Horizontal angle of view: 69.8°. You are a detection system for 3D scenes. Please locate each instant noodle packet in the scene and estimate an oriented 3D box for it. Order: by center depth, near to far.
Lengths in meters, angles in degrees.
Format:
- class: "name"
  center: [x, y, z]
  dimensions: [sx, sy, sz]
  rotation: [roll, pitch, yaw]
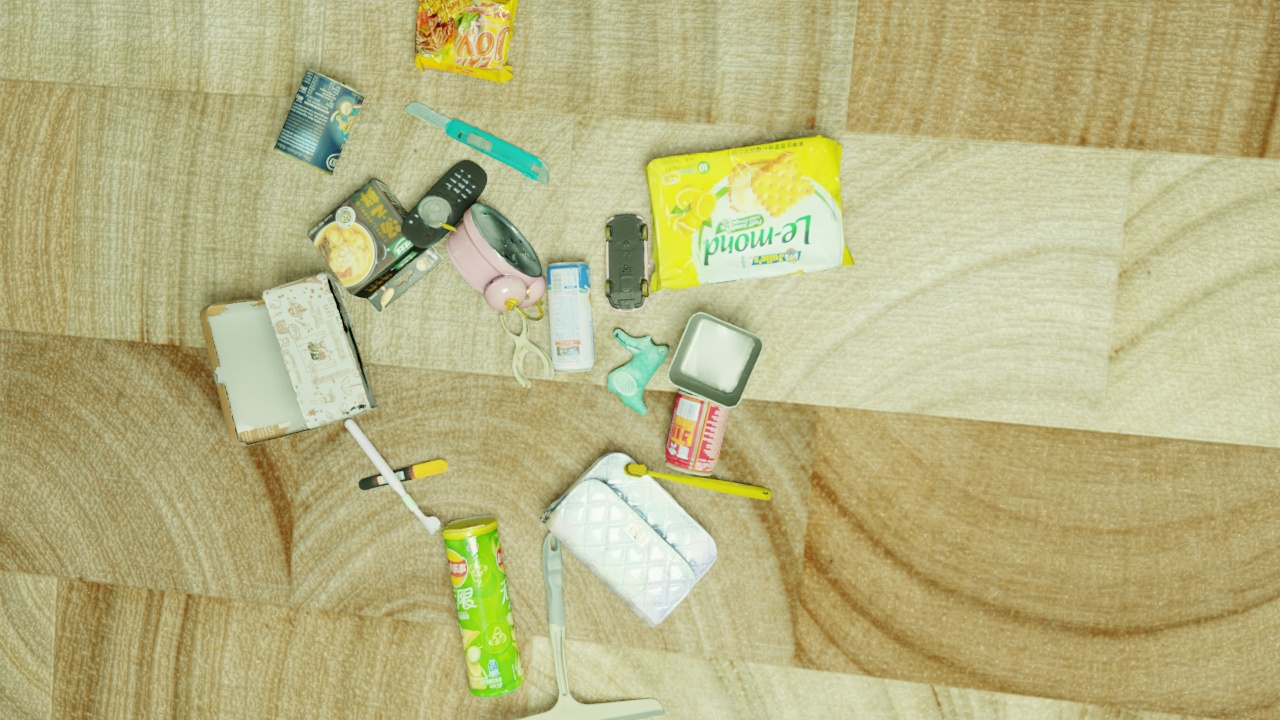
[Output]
- class: "instant noodle packet"
  center: [-0.214, -0.406, 1.132]
  dimensions: [0.128, 0.044, 0.111]
  rotation: [10, 98, 5]

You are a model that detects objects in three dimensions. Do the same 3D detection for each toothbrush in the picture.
- class: "toothbrush"
  center: [0.072, 0.147, 1.114]
  dimensions: [0.190, 0.017, 0.015]
  rotation: [12, 71, -15]
- class: "toothbrush"
  center: [-0.319, 0.145, 1.173]
  dimensions: [0.189, 0.021, 0.029]
  rotation: [48, 129, 12]

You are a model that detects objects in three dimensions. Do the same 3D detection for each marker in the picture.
- class: "marker"
  center: [-0.308, 0.148, 1.189]
  dimensions: [0.124, 0.015, 0.018]
  rotation: [-14, 90, 9]

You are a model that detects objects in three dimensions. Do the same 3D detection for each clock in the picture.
- class: "clock"
  center: [-0.168, -0.113, 1.109]
  dimensions: [0.060, 0.117, 0.158]
  rotation: [-40, 86, 17]

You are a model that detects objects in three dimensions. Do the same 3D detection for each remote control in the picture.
- class: "remote control"
  center: [-0.243, -0.192, 1.140]
  dimensions: [0.053, 0.024, 0.136]
  rotation: [38, 70, -4]

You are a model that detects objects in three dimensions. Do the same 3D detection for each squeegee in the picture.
- class: "squeegee"
  center: [-0.104, 0.340, 1.158]
  dimensions: [0.246, 0.039, 0.246]
  rotation: [-3, 81, -20]

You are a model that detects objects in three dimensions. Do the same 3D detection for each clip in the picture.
- class: "clip"
  center: [-0.156, -0.008, 1.153]
  dimensions: [0.083, 0.034, 0.104]
  rotation: [-41, 84, 6]

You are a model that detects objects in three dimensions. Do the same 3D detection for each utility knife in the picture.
- class: "utility knife"
  center: [-0.204, -0.275, 1.152]
  dimensions: [0.207, 0.013, 0.029]
  rotation: [26, 95, 4]

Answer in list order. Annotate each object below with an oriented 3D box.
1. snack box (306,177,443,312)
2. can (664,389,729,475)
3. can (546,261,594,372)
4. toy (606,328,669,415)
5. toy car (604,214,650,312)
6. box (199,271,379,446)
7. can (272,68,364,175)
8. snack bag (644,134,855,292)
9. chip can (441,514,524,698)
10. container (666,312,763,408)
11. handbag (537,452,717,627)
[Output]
- class: "snack box"
  center: [-0.335, -0.145, 1.160]
  dimensions: [0.113, 0.053, 0.125]
  rotation: [-39, 84, 7]
- class: "can"
  center: [0.068, 0.087, 1.117]
  dimensions: [0.066, 0.066, 0.094]
  rotation: [12, 94, 5]
- class: "can"
  center: [-0.086, -0.053, 1.132]
  dimensions: [0.053, 0.053, 0.134]
  rotation: [-3, 93, 6]
- class: "toy"
  center: [-0.007, 0.007, 1.141]
  dimensions: [0.096, 0.030, 0.092]
  rotation: [39, 92, 10]
- class: "toy car"
  center: [-0.016, -0.120, 1.131]
  dimensions: [0.056, 0.037, 0.122]
  rotation: [-1, 81, 4]
- class: "box"
  center: [-0.437, 0.001, 1.125]
  dimensions: [0.178, 0.153, 0.182]
  rotation: [-18, 91, -12]
- class: "can"
  center: [-0.399, -0.297, 1.141]
  dimensions: [0.075, 0.075, 0.111]
  rotation: [25, 95, 4]
- class: "snack bag"
  center: [0.124, -0.173, 1.095]
  dimensions: [0.246, 0.068, 0.158]
  rotation: [-6, 92, 7]
- class: "chip can"
  center: [-0.197, 0.311, 1.156]
  dimensions: [0.072, 0.072, 0.221]
  rotation: [-9, 93, 6]
- class: "container"
  center: [0.089, -0.003, 1.086]
  dimensions: [0.090, 0.114, 0.090]
  rotation: [24, 95, 4]
- class: "handbag"
  center: [-0.011, 0.212, 1.121]
  dimensions: [0.194, 0.075, 0.134]
  rotation: [43, 84, 2]
